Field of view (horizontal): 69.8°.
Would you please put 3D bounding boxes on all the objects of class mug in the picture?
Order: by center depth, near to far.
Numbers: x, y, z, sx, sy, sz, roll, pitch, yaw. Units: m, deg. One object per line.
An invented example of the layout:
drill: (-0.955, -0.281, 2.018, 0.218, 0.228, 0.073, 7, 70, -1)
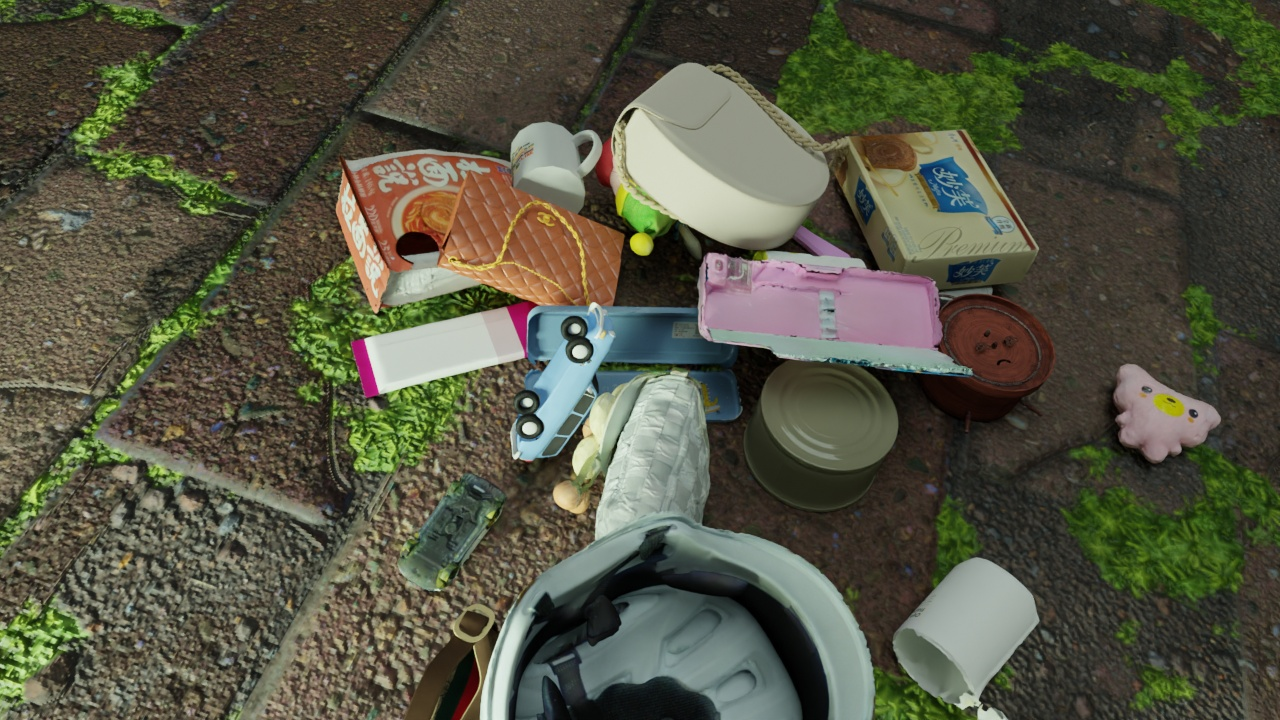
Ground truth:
mug: (0.168, -0.068, 0.935, 0.106, 0.083, 0.082, 4, 53, -6)
mug: (-0.088, -0.207, 0.981, 0.105, 0.073, 0.089, -26, 43, 15)

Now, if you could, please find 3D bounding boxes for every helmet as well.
helmet: (0.019, 0.243, 0.635, 0.263, 0.164, 0.236, -19, 65, -27)

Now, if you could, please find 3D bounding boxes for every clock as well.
clock: (0.333, -0.011, 0.919, 0.120, 0.072, 0.157, -11, 57, -15)

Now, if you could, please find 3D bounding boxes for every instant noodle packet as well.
instant noodle packet: (-0.193, -0.146, 0.974, 0.220, 0.084, 0.164, -11, 54, -29)

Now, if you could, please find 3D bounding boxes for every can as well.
can: (0.164, 0.065, 0.840, 0.128, 0.073, 0.127, 3, 53, -5)

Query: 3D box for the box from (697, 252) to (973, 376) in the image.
box: (0.170, -0.027, 0.837, 0.230, 0.066, 0.158, 5, 40, -7)

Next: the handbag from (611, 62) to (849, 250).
handbag: (0.090, -0.214, 0.935, 0.208, 0.104, 0.210, 34, 40, 1)

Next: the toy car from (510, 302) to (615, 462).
toy car: (-0.065, 0.022, 0.807, 0.054, 0.154, 0.056, 27, 19, -22)

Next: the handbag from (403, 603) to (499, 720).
handbag: (-0.136, 0.250, 0.625, 0.063, 0.139, 0.166, 22, 53, 7)

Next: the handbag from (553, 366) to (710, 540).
handbag: (-0.005, 0.101, 0.773, 0.123, 0.113, 0.171, 8, 53, 10)

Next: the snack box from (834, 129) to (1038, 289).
snack box: (0.323, -0.172, 1.024, 0.153, 0.055, 0.207, -6, 52, -9)

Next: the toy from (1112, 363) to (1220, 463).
toy: (0.507, 0.056, 0.906, 0.102, 0.050, 0.093, 35, 62, 21)

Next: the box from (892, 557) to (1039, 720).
box: (0.272, 0.245, 0.720, 0.136, 0.083, 0.143, -33, 69, -26)

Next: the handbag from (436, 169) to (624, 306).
handbag: (-0.104, -0.109, 0.912, 0.171, 0.060, 0.108, 20, 54, -19)

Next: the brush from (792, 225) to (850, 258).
brush: (0.147, -0.182, 1.041, 0.089, 0.043, 0.228, -36, 65, -28)

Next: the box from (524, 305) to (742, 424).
box: (-0.007, 0.006, 0.883, 0.209, 0.049, 0.120, 0, 89, -7)

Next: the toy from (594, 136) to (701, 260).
toy: (0.006, -0.161, 0.981, 0.096, 0.124, 0.131, -41, 46, -7)

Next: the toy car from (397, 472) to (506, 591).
toy car: (-0.157, 0.144, 0.767, 0.048, 0.033, 0.105, 29, 60, 11)

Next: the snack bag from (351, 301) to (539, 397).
snack bag: (-0.175, -0.014, 0.892, 0.196, 0.016, 0.070, -15, 55, -17)

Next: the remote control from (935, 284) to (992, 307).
remote control: (0.343, -0.117, 1.031, 0.074, 0.019, 0.150, 2, 51, -3)
